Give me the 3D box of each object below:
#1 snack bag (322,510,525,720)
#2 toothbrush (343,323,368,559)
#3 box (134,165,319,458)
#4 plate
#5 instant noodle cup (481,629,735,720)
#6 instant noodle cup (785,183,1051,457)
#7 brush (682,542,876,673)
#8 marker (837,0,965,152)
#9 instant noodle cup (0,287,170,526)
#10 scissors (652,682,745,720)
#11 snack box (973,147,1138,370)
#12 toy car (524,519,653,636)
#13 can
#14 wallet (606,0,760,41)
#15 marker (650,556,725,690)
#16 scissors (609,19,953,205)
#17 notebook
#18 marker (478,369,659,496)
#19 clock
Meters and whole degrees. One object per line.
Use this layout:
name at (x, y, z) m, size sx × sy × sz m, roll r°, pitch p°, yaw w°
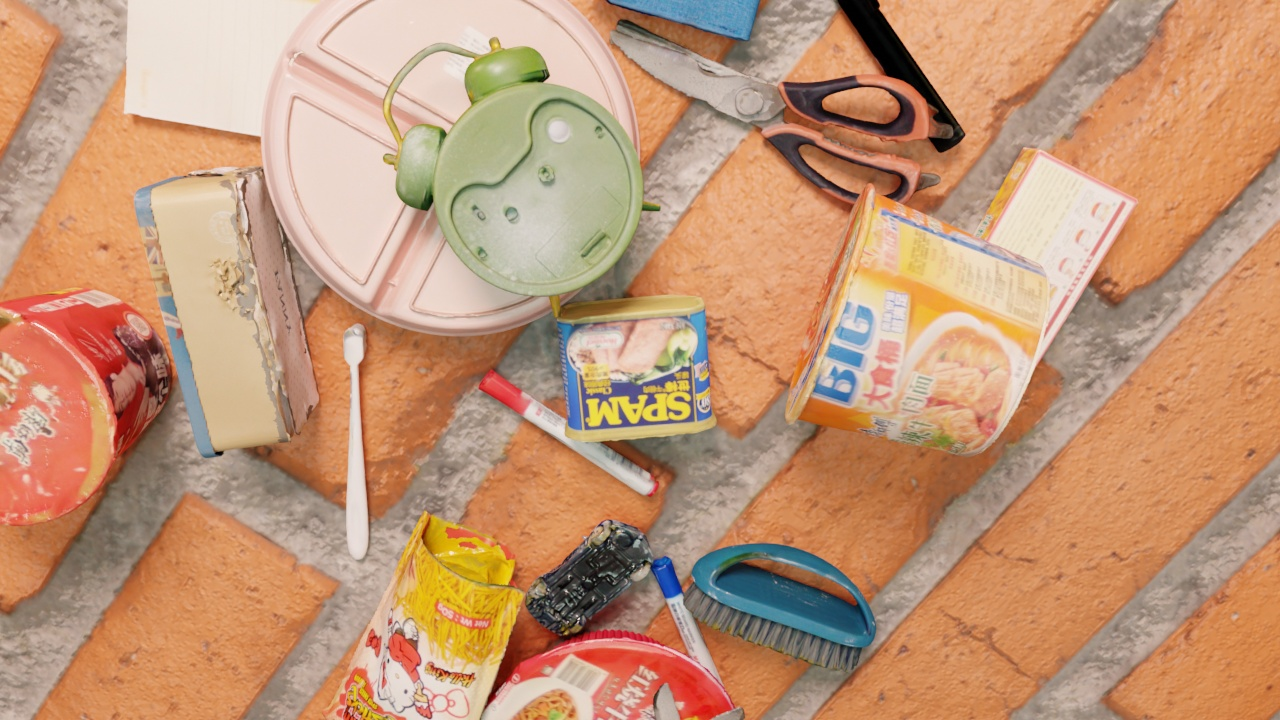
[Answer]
snack bag at (-0.158, 0.222, 0.661) m, size 0.129 × 0.073 × 0.208 m, roll 32°, pitch 104°, yaw 27°
toothbrush at (-0.199, 0.061, 0.644) m, size 0.016 × 0.016 × 0.180 m, roll 5°, pitch 110°, yaw -1°
box at (-0.252, -0.026, 0.575) m, size 0.063 × 0.089 × 0.184 m, roll -5°, pitch 107°, yaw -6°
plate at (-0.110, -0.125, 0.556) m, size 0.229 × 0.028 × 0.229 m, roll -2°, pitch 103°, yaw -11°
instant noodle cup at (-0.023, 0.274, 0.689) m, size 0.194 × 0.065 × 0.194 m, roll -1°, pitch 109°, yaw -2°
instant noodle cup at (0.162, -0.017, 0.546) m, size 0.111 × 0.151 × 0.151 m, roll 19°, pitch 107°, yaw 5°
brush at (0.106, 0.171, 0.663) m, size 0.144 × 0.055 × 0.074 m, roll 20°, pitch 107°, yaw -7°
marker at (0.159, -0.187, 0.568) m, size 0.132 × 0.022 × 0.020 m, roll 50°, pitch 58°, yaw -14°
instant noodle cup at (-0.371, 0.018, 0.576) m, size 0.138 × 0.108 × 0.138 m, roll 0°, pitch 108°, yaw -1°
scissors at (0.012, 0.314, 0.659) m, size 0.175 × 0.019 × 0.170 m, roll -26°, pitch 105°, yaw 6°
snack box at (0.250, -0.053, 0.609) m, size 0.077 × 0.027 × 0.156 m, roll 24°, pitch 106°, yaw -8°
toy car at (-0.037, 0.156, 0.668) m, size 0.106 × 0.031 × 0.049 m, roll -41°, pitch 105°, yaw 13°
can at (-0.004, 0.004, 0.607) m, size 0.102 × 0.057 × 0.083 m, roll -5°, pitch 106°, yaw 0°
wallet at (0.033, -0.265, 0.532) m, size 0.106 × 0.040 × 0.133 m, roll 12°, pitch 107°, yaw -14°
marker at (0.040, 0.213, 0.696) m, size 0.017 × 0.017 × 0.146 m, roll -20°, pitch 107°, yaw 5°
scissors at (0.087, -0.169, 0.566) m, size 0.183 × 0.015 × 0.209 m, roll -24°, pitch 115°, yaw 23°
notebook at (-0.206, -0.205, 0.559) m, size 0.206 × 0.010 × 0.146 m, roll 10°, pitch 107°, yaw -5°
marker at (-0.049, 0.053, 0.642) m, size 0.145 × 0.017 × 0.017 m, roll 35°, pitch 104°, yaw -11°
clock at (-0.072, -0.109, 0.524) m, size 0.161 × 0.056 × 0.116 m, roll 43°, pitch 90°, yaw -18°
